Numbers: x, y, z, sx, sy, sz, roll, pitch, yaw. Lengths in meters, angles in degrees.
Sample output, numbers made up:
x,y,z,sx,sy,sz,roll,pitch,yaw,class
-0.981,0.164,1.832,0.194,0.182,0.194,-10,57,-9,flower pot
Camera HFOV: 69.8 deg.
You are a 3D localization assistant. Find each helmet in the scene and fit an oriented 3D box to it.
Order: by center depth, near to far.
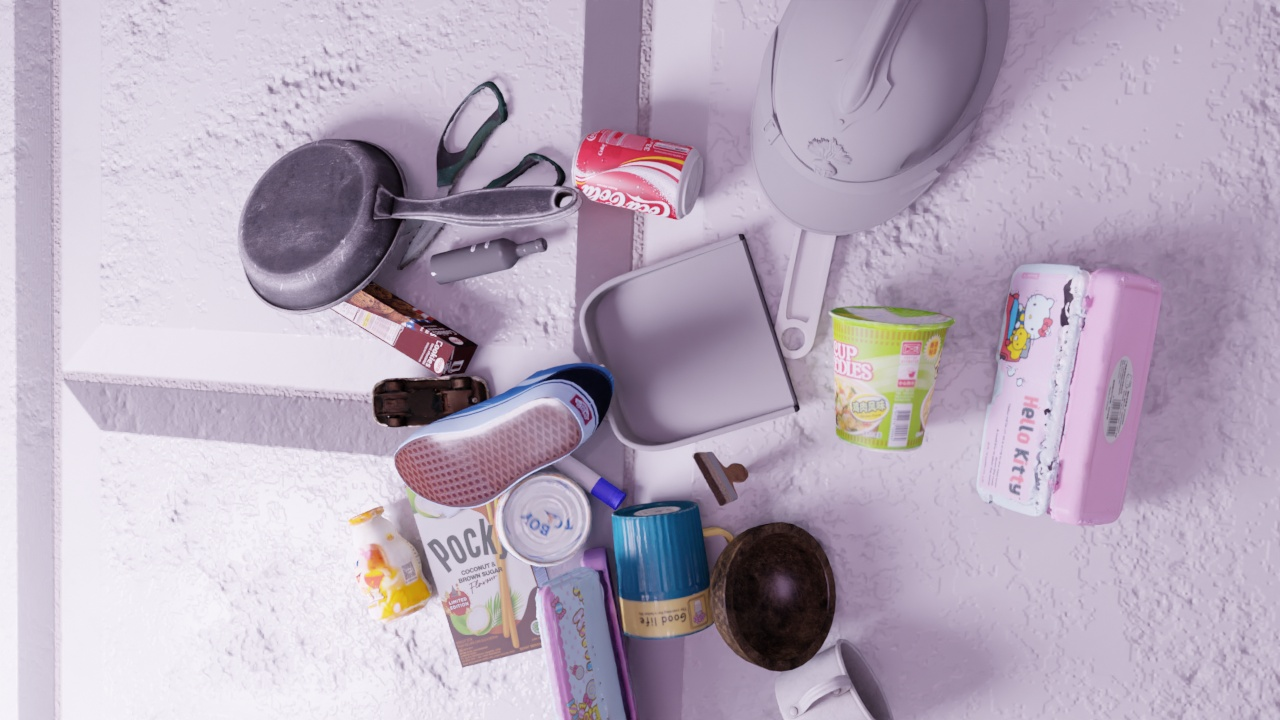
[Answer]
x,y,z,sx,sy,sz,roll,pitch,yaw,class
0.179,-0.229,0.707,0.183,0.117,0.271,27,102,10,helmet

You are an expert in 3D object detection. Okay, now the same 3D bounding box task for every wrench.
x,y,z,sx,sy,sz,roll,pitch,yaw,class
0.168,-0.133,0.790,0.087,0.018,0.273,12,97,13,wrench

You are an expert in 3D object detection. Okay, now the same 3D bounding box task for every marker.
x,y,z,sx,sy,sz,roll,pitch,yaw,class
-0.076,0.093,0.866,0.141,0.020,0.020,33,101,12,marker

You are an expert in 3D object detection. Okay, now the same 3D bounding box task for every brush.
x,y,z,sx,sy,sz,roll,pitch,yaw,class
0.074,0.096,0.762,0.008,0.143,0.045,-32,76,13,brush

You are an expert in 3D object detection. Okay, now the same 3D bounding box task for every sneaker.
x,y,z,sx,sy,sz,roll,pitch,yaw,class
-0.116,0.063,0.823,0.242,0.098,0.083,-23,104,35,sneaker

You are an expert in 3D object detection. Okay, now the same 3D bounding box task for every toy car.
x,y,z,sx,sy,sz,roll,pitch,yaw,class
-0.202,0.040,0.890,0.113,0.040,0.048,-1,93,-3,toy car

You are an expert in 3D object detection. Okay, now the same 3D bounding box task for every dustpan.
x,y,z,sx,sy,sz,roll,pitch,yaw,class
-0.005,0.005,0.833,0.258,0.033,0.163,-18,88,20,dustpan

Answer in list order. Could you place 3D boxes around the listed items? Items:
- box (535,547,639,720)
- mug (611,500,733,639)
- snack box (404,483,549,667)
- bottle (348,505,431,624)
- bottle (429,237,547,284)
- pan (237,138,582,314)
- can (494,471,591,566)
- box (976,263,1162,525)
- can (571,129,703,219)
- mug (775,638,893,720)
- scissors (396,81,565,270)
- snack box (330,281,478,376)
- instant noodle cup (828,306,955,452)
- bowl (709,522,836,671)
x,y,z,sx,sy,sz,roll,pitch,yaw,class
-0.034,0.281,0.799,0.049,0.149,0.214,-11,91,19,box
0.034,0.181,0.818,0.113,0.083,0.107,-7,88,-13,mug
-0.150,0.191,0.885,0.101,0.031,0.186,-18,88,15,snack box
-0.249,0.198,0.896,0.063,0.063,0.109,-24,87,15,bottle
-0.141,-0.098,0.867,0.113,0.030,0.030,-11,90,15,bottle
-0.228,-0.138,0.854,0.357,0.055,0.187,-4,69,19,pan
-0.089,0.145,0.841,0.086,0.043,0.086,2,82,-13,can
0.337,0.025,0.740,0.103,0.086,0.202,14,98,53,box
-0.003,-0.165,0.808,0.105,0.064,0.064,15,97,14,can
0.157,0.285,0.768,0.071,0.113,0.084,-34,55,16,mug
-0.159,-0.149,0.878,0.146,0.015,0.210,37,101,9,scissors
-0.231,-0.035,0.884,0.141,0.051,0.032,30,100,12,snack box
0.200,0.014,0.754,0.099,0.098,0.108,6,102,15,instant noodle cup
0.104,0.201,0.789,0.056,0.121,0.121,-16,88,57,bowl
